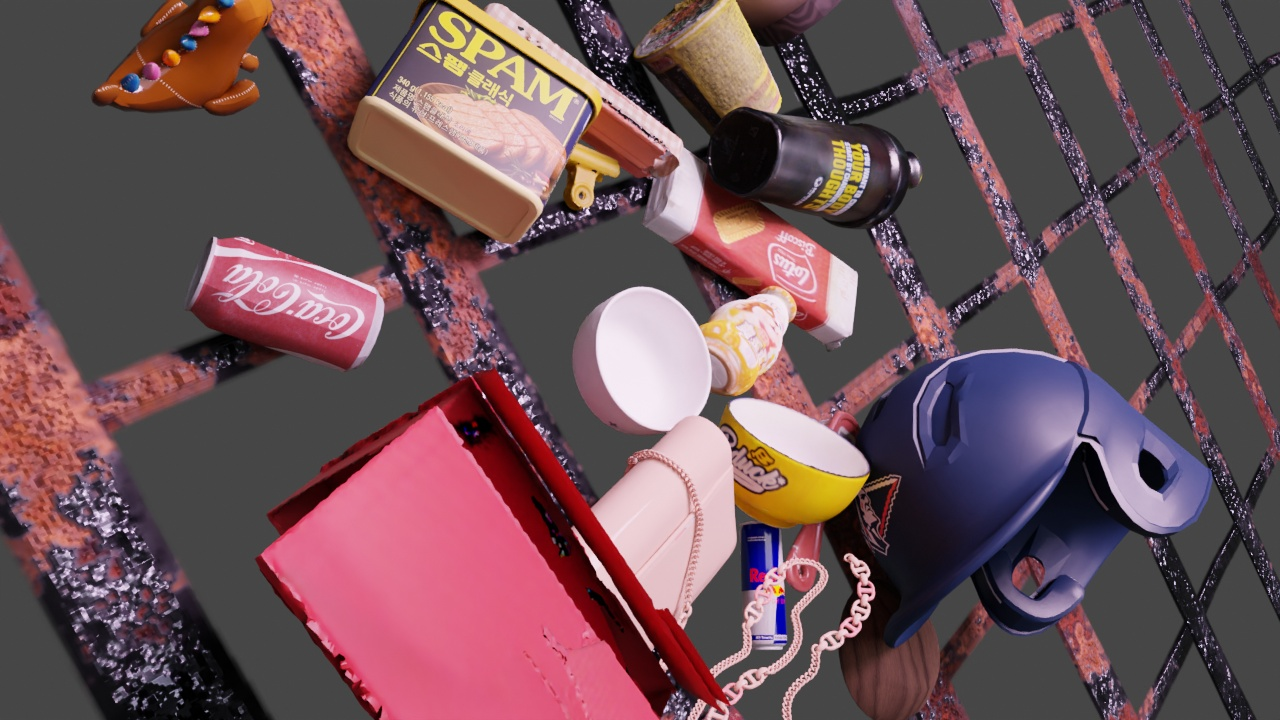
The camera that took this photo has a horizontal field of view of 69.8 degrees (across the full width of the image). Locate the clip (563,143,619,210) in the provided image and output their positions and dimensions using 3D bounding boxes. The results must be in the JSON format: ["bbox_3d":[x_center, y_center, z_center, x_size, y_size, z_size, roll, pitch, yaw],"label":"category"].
[{"bbox_3d":[-0.043,-0.141,0.697,0.054,0.045,0.048,17,41,-35],"label":"clip"}]

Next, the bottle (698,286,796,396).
[{"bbox_3d":[0.083,-0.019,0.734,0.108,0.063,0.063,-43,103,-40],"label":"bottle"}]

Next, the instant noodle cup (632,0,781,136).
[{"bbox_3d":[0.064,-0.246,0.777,0.108,0.102,0.102,49,51,-27],"label":"instant noodle cup"}]

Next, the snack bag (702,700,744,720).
[{"bbox_3d":[0.084,0.319,0.652,0.155,0.018,0.074,53,51,-13],"label":"snack bag"}]

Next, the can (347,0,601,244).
[{"bbox_3d":[-0.110,-0.158,0.609,0.135,0.075,0.104,30,61,-15],"label":"can"}]

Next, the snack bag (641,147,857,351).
[{"bbox_3d":[0.101,-0.094,0.788,0.225,0.041,0.077,29,57,-27],"label":"snack bag"}]

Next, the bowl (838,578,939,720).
[{"bbox_3d":[0.219,0.244,0.775,0.119,0.032,0.119,13,68,-35],"label":"bowl"}]

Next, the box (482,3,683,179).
[{"bbox_3d":[-0.048,-0.198,0.686,0.187,0.078,0.054,31,98,-29],"label":"box"}]

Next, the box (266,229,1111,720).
[{"bbox_3d":[-0.011,0.098,0.397,0.107,0.411,0.211,-39,102,-38],"label":"box"}]

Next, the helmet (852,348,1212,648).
[{"bbox_3d":[0.267,0.110,0.716,0.223,0.233,0.271,37,60,18],"label":"helmet"}]

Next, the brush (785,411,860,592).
[{"bbox_3d":[0.144,0.115,0.759,0.041,0.030,0.171,42,53,-21],"label":"brush"}]

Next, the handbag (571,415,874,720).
[{"bbox_3d":[0.055,0.131,0.577,0.198,0.187,0.117,-41,142,-40],"label":"handbag"}]

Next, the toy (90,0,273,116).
[{"bbox_3d":[-0.247,-0.170,0.498,0.070,0.090,0.102,51,31,-14],"label":"toy"}]

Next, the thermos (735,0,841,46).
[{"bbox_3d":[0.084,-0.405,0.800,0.226,0.173,0.172,41,54,-29],"label":"thermos"}]

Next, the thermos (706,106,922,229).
[{"bbox_3d":[0.151,-0.165,0.791,0.220,0.098,0.098,-4,78,-47],"label":"thermos"}]

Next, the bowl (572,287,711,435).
[{"bbox_3d":[-0.004,0.004,0.663,0.104,0.054,0.104,11,71,-35],"label":"bowl"}]

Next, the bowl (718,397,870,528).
[{"bbox_3d":[0.107,0.084,0.701,0.117,0.117,0.068,10,112,-36],"label":"bowl"}]

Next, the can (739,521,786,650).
[{"bbox_3d":[0.093,0.171,0.699,0.032,0.032,0.095,13,68,-35],"label":"can"}]

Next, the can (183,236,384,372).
[{"bbox_3d":[-0.200,-0.032,0.519,0.096,0.054,0.054,22,63,-31],"label":"can"}]
